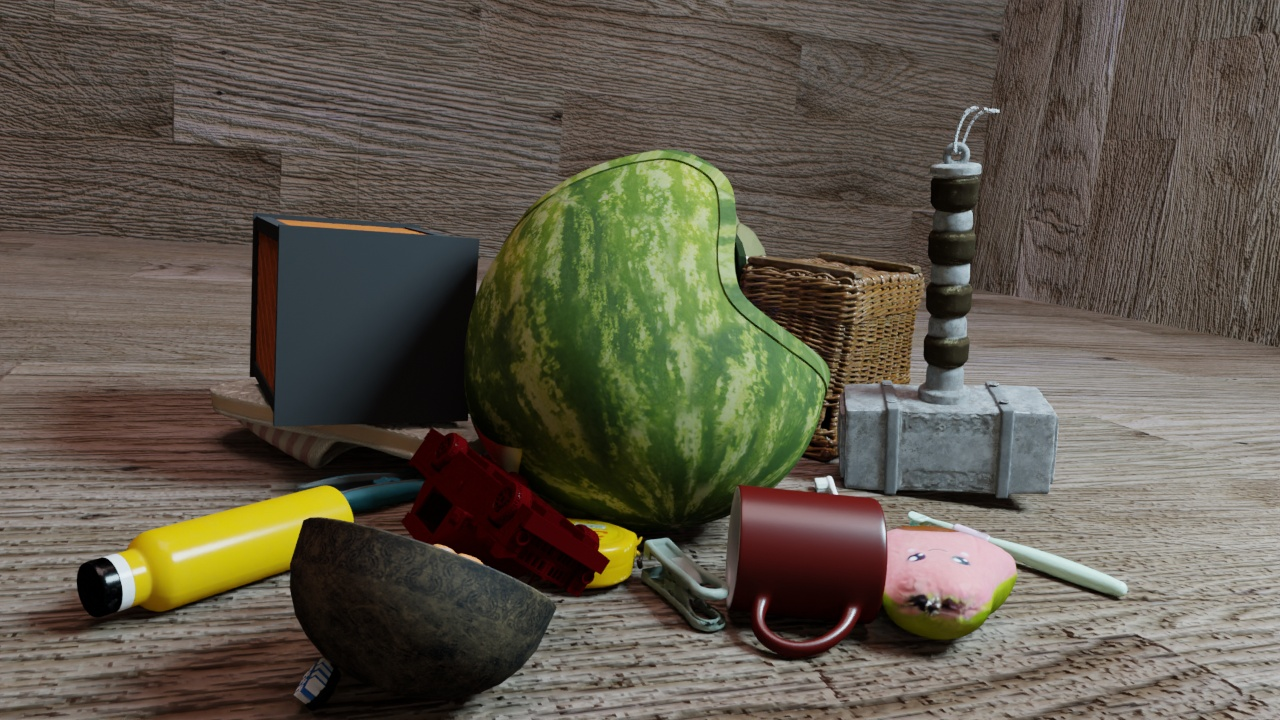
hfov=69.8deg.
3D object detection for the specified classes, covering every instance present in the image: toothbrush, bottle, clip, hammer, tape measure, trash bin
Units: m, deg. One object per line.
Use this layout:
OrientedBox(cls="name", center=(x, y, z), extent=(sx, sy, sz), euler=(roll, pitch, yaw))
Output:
OrientedBox(cls="toothbrush", center=(-0.149, 0.133, 0.482), extent=(0.014, 0.014, 0.167), euler=(48, 4, -11))
OrientedBox(cls="bottle", center=(-0.231, 0.106, 0.510), extent=(0.043, 0.043, 0.143), euler=(12, 13, 33))
OrientedBox(cls="clip", center=(0.026, 0.131, 0.541), extent=(0.023, 0.044, 0.076), euler=(-3, 15, -28))
OrientedBox(cls="hammer", center=(0.258, -0.044, 0.772), extent=(0.177, 0.326, 0.079), euler=(1, 17, 11))
OrientedBox(cls="tape measure", center=(-0.033, 0.120, 0.565), extent=(0.068, 0.030, 0.058), euler=(4, 10, 5))
OrientedBox(cls="toothbrush", center=(0.150, 0.121, 0.701), extent=(0.017, 0.012, 0.186), euler=(-7, 9, 6))
OrientedBox(cls="trash bin", center=(-0.227, -0.038, 0.734), extent=(0.139, 0.140, 0.172), euler=(0, 11, -28))
OrientedBox(cls="toothbrush", center=(0.265, 0.137, 0.658), extent=(0.155, 0.015, 0.022), euler=(15, -17, 40))

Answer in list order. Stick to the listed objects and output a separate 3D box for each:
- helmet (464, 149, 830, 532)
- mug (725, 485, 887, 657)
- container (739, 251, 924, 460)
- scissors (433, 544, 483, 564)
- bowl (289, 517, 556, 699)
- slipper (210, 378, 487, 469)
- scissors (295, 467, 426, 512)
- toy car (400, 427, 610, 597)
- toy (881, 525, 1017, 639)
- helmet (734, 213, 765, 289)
OrientedBox(cls="helmet", center=(-0.004, 0.004, 0.659), extent=(0.243, 0.247, 0.213), euler=(-20, -24, -8))
OrientedBox(cls="mug", center=(0.094, 0.124, 0.529), extent=(0.082, 0.073, 0.105), euler=(5, 39, 1))
OrientedBox(cls="container", center=(0.198, -0.019, 0.991), extent=(0.162, 0.183, 0.249), euler=(15, 14, 33))
OrientedBox(cls="scissors", center=(-0.107, 0.109, 0.479), extent=(0.131, 0.011, 0.125), euler=(18, -23, 3))
OrientedBox(cls="bowl", center=(-0.104, 0.119, 0.412), extent=(0.121, 0.056, 0.121), euler=(15, -24, 7))
OrientedBox(cls="slipper", center=(-0.238, 0.056, 0.751), extent=(0.263, 0.052, 0.114), euler=(9, 9, 25))
OrientedBox(cls="scissors", center=(-0.176, 0.094, 0.673), extent=(0.133, 0.019, 0.146), euler=(7, 9, -4))
OrientedBox(cls="toy car", center=(-0.089, 0.093, 0.533), extent=(0.070, 0.061, 0.170), euler=(39, -9, -30))
OrientedBox(cls="toy", center=(0.179, 0.132, 0.546), extent=(0.090, 0.051, 0.109), euler=(7, 12, 14))
OrientedBox(cls="helmet", center=(0.016, -0.096, 1.067), extent=(0.250, 0.256, 0.232), euler=(4, 13, -2))
